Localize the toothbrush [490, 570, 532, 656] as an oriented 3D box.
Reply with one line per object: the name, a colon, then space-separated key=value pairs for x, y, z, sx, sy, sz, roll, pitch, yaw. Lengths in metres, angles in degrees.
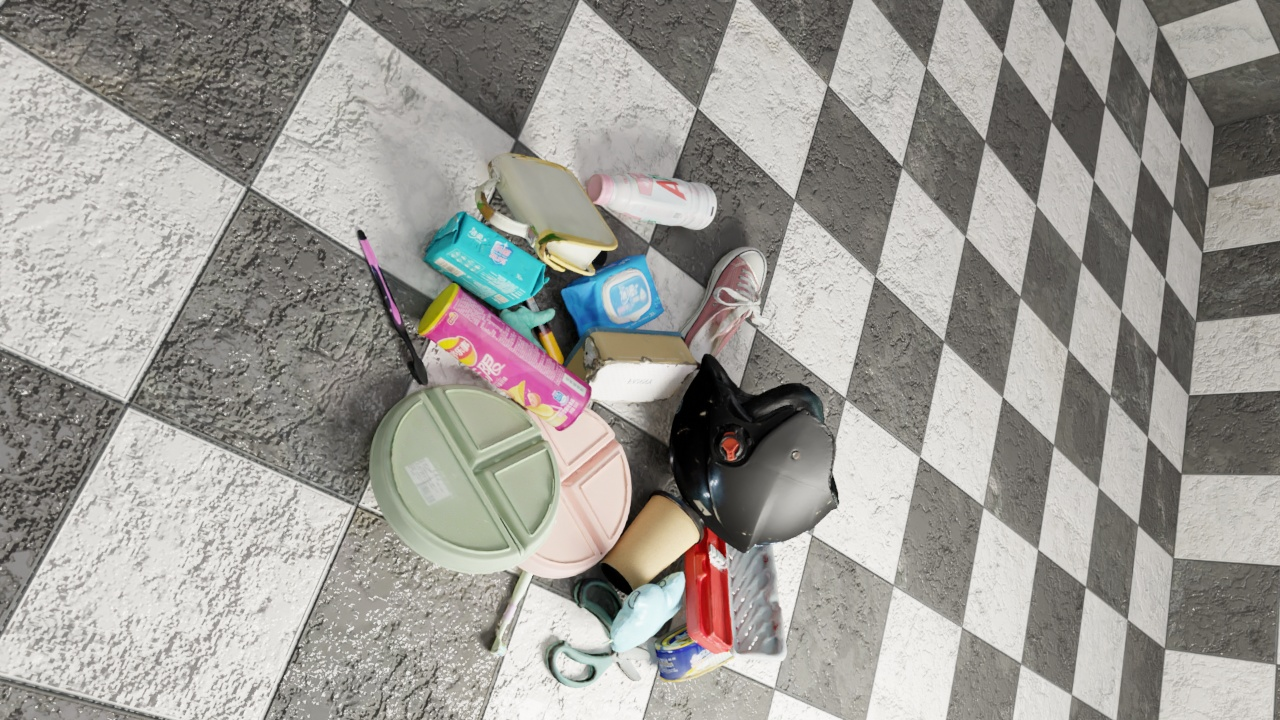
toothbrush: x=-0.139 y=0.269 z=1.124 sx=0.020 sy=0.029 sz=0.189 roll=20 pitch=65 yaw=4

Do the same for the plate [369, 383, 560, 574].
plate: x=-0.188 y=0.124 z=1.031 sx=0.230 sy=0.028 sz=0.229 roll=19 pitch=51 yaw=-25

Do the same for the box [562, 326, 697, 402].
box: x=-0.007 y=0.007 z=1.212 sx=0.184 sy=0.090 sz=0.063 roll=2 pitch=48 yaw=-44

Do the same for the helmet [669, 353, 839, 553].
helmet: x=0.149 y=0.126 z=1.258 sx=0.274 sy=0.233 sz=0.230 roll=43 pitch=99 yaw=1

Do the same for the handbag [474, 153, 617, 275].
handbag: x=-0.132 y=-0.178 z=1.097 sx=0.178 sy=0.063 sz=0.163 roll=6 pitch=42 yaw=-46

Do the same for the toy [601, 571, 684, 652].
toy: x=0.007 y=0.324 z=1.175 sx=0.155 sy=0.050 sz=0.162 roll=-40 pitch=152 yaw=-36

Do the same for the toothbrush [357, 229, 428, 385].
toothbrush: x=-0.282 y=-0.058 z=1.039 sx=0.014 sy=0.018 sz=0.189 roll=-28 pitch=100 yaw=-41

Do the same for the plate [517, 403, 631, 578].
plate: x=-0.099 y=0.156 z=1.150 sx=0.229 sy=0.028 sz=0.229 roll=10 pitch=74 yaw=-38

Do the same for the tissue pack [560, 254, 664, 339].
tissue pack: x=-0.034 y=-0.080 z=1.230 sx=0.156 sy=0.052 sz=0.095 roll=-29 pitch=104 yaw=-40

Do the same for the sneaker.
sneaker: x=0.137 y=-0.080 z=1.358 sx=0.118 sy=0.088 sz=0.240 roll=51 pitch=57 yaw=-25

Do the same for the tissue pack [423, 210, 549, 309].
tissue pack: x=-0.179 y=-0.112 z=1.070 sx=0.133 sy=0.093 sz=0.050 roll=34 pitch=65 yaw=-26

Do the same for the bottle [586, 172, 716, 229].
bottle: x=0.016 y=-0.227 z=1.283 sx=0.196 sy=0.068 sz=0.068 roll=2 pitch=84 yaw=-38

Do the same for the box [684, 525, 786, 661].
box: x=0.124 y=0.313 z=1.271 sx=0.160 sy=0.064 sz=0.200 roll=24 pitch=40 yaw=-21

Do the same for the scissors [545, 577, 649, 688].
scissors: x=-0.045 y=0.353 z=1.197 sx=0.176 sy=0.019 sz=0.171 roll=18 pitch=73 yaw=-37

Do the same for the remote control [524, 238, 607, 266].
remote control: x=-0.092 y=-0.157 z=1.207 sx=0.136 sy=0.024 sz=0.053 roll=10 pitch=78 yaw=-40

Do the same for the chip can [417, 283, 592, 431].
chip can: x=-0.157 y=0.000 z=1.082 sx=0.210 sy=0.072 sz=0.071 roll=38 pitch=61 yaw=-23

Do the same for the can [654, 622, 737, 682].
can: x=0.084 y=0.393 z=1.270 sx=0.147 sy=0.075 sz=0.049 roll=-13 pitch=91 yaw=-40

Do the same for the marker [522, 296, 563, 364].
marker: x=-0.130 y=-0.049 z=1.169 sx=0.018 sy=0.015 sz=0.124 roll=-33 pitch=104 yaw=-36

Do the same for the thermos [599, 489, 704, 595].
thermos: x=0.016 y=0.242 z=1.221 sx=0.143 sy=0.093 sz=0.093 roll=-43 pitch=113 yaw=-27

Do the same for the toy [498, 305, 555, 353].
toy: x=-0.142 y=-0.027 z=1.142 sx=0.096 sy=0.030 sz=0.092 roll=-24 pitch=103 yaw=-28
